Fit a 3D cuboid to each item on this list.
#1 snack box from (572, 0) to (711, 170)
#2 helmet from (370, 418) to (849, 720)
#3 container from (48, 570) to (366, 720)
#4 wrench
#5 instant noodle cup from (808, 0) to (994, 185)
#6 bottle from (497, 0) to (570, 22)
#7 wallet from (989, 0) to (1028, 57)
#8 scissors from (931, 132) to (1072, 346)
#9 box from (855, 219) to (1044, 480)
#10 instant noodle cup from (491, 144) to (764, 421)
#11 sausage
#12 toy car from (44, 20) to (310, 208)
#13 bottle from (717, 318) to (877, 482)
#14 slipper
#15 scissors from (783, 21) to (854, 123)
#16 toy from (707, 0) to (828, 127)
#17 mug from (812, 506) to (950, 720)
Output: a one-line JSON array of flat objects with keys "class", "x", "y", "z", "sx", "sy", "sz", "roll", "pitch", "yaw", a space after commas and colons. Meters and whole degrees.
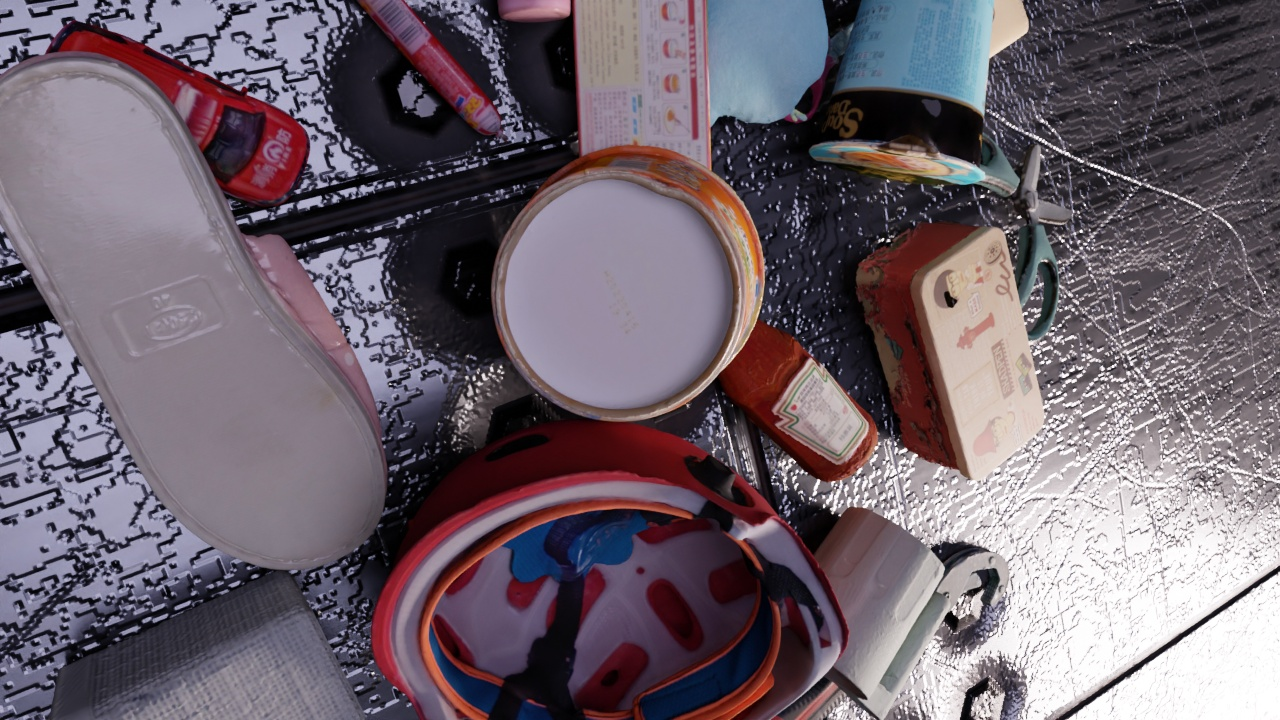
[{"class": "snack box", "x": 0.002, "y": -0.155, "z": 0.533, "sx": 0.077, "sy": 0.027, "sz": 0.156, "roll": -1, "pitch": 97, "yaw": 5}, {"class": "helmet", "x": -0.027, "y": 0.116, "z": 0.497, "sx": 0.207, "sy": 0.143, "sz": 0.240, "roll": -42, "pitch": 119, "yaw": 10}, {"class": "container", "x": -0.208, "y": 0.171, "z": 0.454, "sx": 0.114, "sy": 0.090, "sz": 0.090, "roll": -27, "pitch": 107, "yaw": -25}, {"class": "wrench", "x": 0.180, "y": 0.218, "z": 0.690, "sx": 0.272, "sy": 0.016, "sz": 0.056, "roll": -28, "pitch": 107, "yaw": -22}, {"class": "instant noodle cup", "x": 0.175, "y": -0.183, "z": 0.585, "sx": 0.111, "sy": 0.111, "sz": 0.120, "roll": 9, "pitch": 95, "yaw": -27}, {"class": "bottle", "x": -0.063, "y": -0.285, "z": 0.485, "sx": 0.068, "sy": 0.068, "sz": 0.197, "roll": -8, "pitch": 103, "yaw": -25}, {"class": "wallet", "x": 0.225, "y": -0.249, "z": 0.652, "sx": 0.115, "sy": 0.024, "sz": 0.087, "roll": -35, "pitch": 111, "yaw": -17}, {"class": "scissors", "x": 0.260, "y": -0.100, "z": 0.675, "sx": 0.170, "sy": 0.019, "sz": 0.173, "roll": 20, "pitch": 73, "yaw": -25}, {"class": "box", "x": 0.214, "y": -0.008, "z": 0.653, "sx": 0.091, "sy": 0.079, "sz": 0.168, "roll": -33, "pitch": 115, "yaw": -21}, {"class": "instant noodle cup", "x": -0.008, "y": -0.039, "z": 0.481, "sx": 0.151, "sy": 0.111, "sz": 0.151, "roll": 1, "pitch": 101, "yaw": 4}, {"class": "sausage", "x": -0.125, "y": -0.177, "z": 0.491, "sx": 0.020, "sy": 0.020, "sz": 0.156, "roll": -47, "pitch": 113, "yaw": -14}, {"class": "toy car", "x": -0.220, "y": -0.115, "z": 0.439, "sx": 0.120, "sy": 0.045, "sz": 0.053, "roll": 22, "pitch": 87, "yaw": -29}, {"class": "bottle", "x": 0.070, "y": -0.001, "z": 0.586, "sx": 0.206, "sy": 0.060, "sz": 0.059, "roll": 42, "pitch": 77, "yaw": -21}, {"class": "slipper", "x": -0.211, "y": -0.012, "z": 0.445, "sx": 0.114, "sy": 0.054, "sz": 0.274, "roll": -29, "pitch": 119, "yaw": -13}, {"class": "scissors", "x": 0.133, "y": -0.208, "z": 0.619, "sx": 0.135, "sy": 0.017, "sz": 0.063, "roll": -34, "pitch": 106, "yaw": -23}, {"class": "toy", "x": 0.065, "y": -0.219, "z": 0.560, "sx": 0.156, "sy": 0.050, "sz": 0.161, "roll": 45, "pitch": 89, "yaw": -9}, {"class": "mug", "x": 0.160, "y": 0.177, "z": 0.639, "sx": 0.124, "sy": 0.084, "sz": 0.103, "roll": 45, "pitch": 74, "yaw": -27}]
